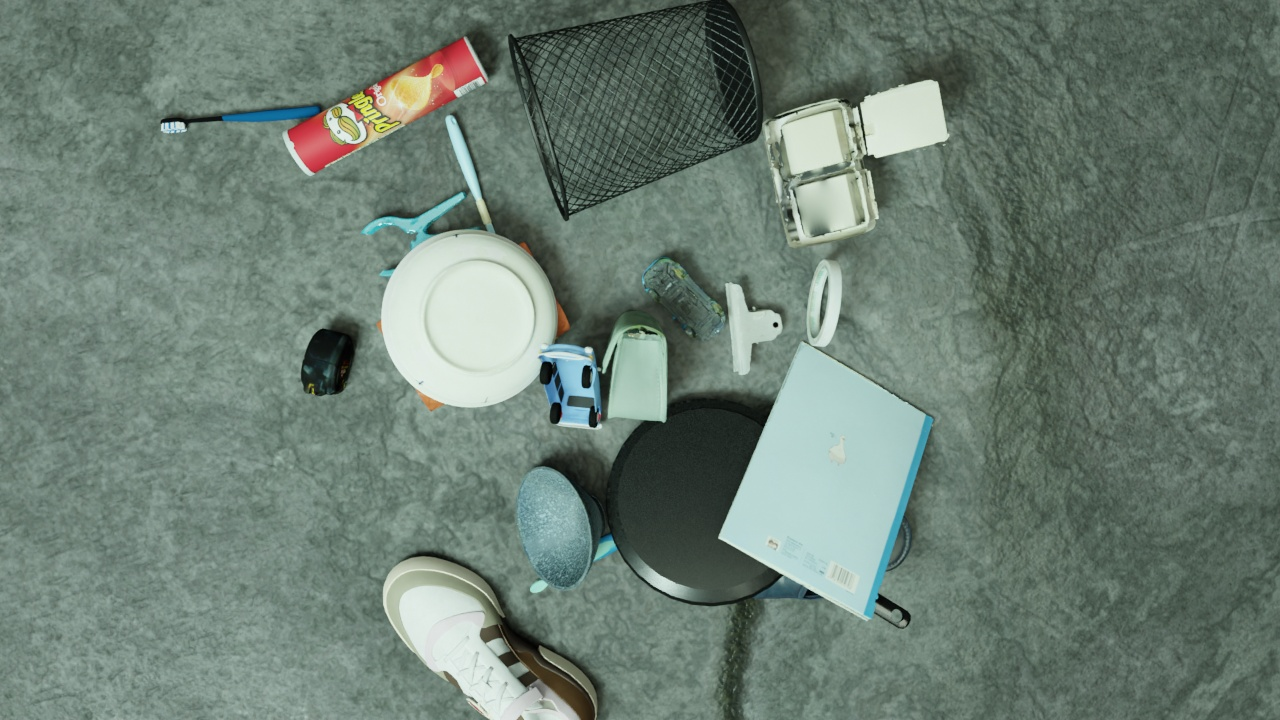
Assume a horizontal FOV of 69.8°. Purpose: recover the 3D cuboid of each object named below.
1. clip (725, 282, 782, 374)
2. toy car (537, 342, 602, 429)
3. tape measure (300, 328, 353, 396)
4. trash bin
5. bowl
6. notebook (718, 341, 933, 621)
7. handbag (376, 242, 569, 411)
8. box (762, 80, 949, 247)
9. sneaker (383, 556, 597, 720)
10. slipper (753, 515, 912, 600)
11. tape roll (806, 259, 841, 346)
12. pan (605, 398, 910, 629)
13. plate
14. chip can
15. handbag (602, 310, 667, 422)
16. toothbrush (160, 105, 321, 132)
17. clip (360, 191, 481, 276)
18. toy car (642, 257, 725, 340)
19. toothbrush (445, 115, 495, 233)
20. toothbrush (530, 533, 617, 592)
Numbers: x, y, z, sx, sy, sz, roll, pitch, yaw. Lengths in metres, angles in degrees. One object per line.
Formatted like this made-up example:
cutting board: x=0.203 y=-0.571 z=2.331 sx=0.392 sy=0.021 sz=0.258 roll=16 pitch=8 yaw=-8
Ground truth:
clip: x=0.126 y=-0.037 z=1.009 sx=0.060 sy=0.052 sz=0.102 roll=-5 pitch=99 yaw=11
toy car: x=-0.071 y=0.025 z=0.969 sx=0.056 sy=0.154 sz=0.054 roll=5 pitch=58 yaw=6
tape measure: x=-0.337 y=0.003 z=0.985 sx=0.042 sy=0.071 sz=0.072 roll=17 pitch=91 yaw=-1
trash bin: x=-0.003 y=-0.258 z=0.913 sx=0.210 sy=0.184 sz=0.184 roll=-18 pitch=98 yaw=-5
bowl: x=-0.076 y=0.179 z=1.013 sx=0.057 sy=0.137 sz=0.137 roll=-9 pitch=100 yaw=-41
notebook: x=0.207 y=0.123 z=0.982 sx=0.181 sy=0.009 sz=0.252 roll=30 pitch=62 yaw=-5
handbag: x=-0.175 y=-0.035 z=0.974 sx=0.171 sy=0.060 sz=0.109 roll=-32 pitch=99 yaw=-19
box: x=0.227 y=-0.202 z=0.952 sx=0.185 sy=0.044 sz=0.143 roll=-6 pitch=101 yaw=35
sneaker: x=-0.173 y=0.341 z=1.010 sx=0.294 sy=0.116 sz=0.112 roll=45 pitch=94 yaw=-7
slipper: x=0.177 y=0.216 z=1.024 sx=0.265 sy=0.083 sz=0.109 roll=-6 pitch=100 yaw=0
tape roll: x=0.196 y=-0.061 z=0.982 sx=0.013 sy=0.093 sz=0.093 roll=7 pitch=97 yaw=-4
pan: x=0.129 y=0.182 z=0.981 sx=0.356 sy=0.034 sz=0.225 roll=30 pitch=80 yaw=12
plate: x=-0.167 y=-0.043 z=0.928 sx=0.182 sy=0.034 sz=0.182 roll=-1 pitch=92 yaw=-22
chip can: x=-0.264 y=-0.266 z=0.959 sx=0.215 sy=0.052 sz=0.052 roll=-27 pitch=98 yaw=1
handbag: x=-0.006 y=0.006 z=0.971 sx=0.067 sy=0.121 sz=0.106 roll=3 pitch=100 yaw=-1
toothbrush: x=-0.423 y=-0.257 z=0.973 sx=0.167 sy=0.014 sz=0.014 roll=-5 pitch=86 yaw=-2
clip: x=-0.233 y=-0.119 z=0.994 sx=0.130 sy=0.030 sz=0.120 roll=-6 pitch=93 yaw=0
toy car: x=0.047 y=-0.067 z=1.006 sx=0.105 sy=0.032 sz=0.048 roll=43 pitch=93 yaw=-12
toothbrush: x=-0.179 y=-0.190 z=0.990 sx=0.022 sy=0.016 sz=0.155 roll=-25 pitch=100 yaw=-31
toothbrush: x=-0.067 y=0.229 z=1.052 sx=0.135 sy=0.017 sz=0.022 roll=-30 pitch=97 yaw=0
